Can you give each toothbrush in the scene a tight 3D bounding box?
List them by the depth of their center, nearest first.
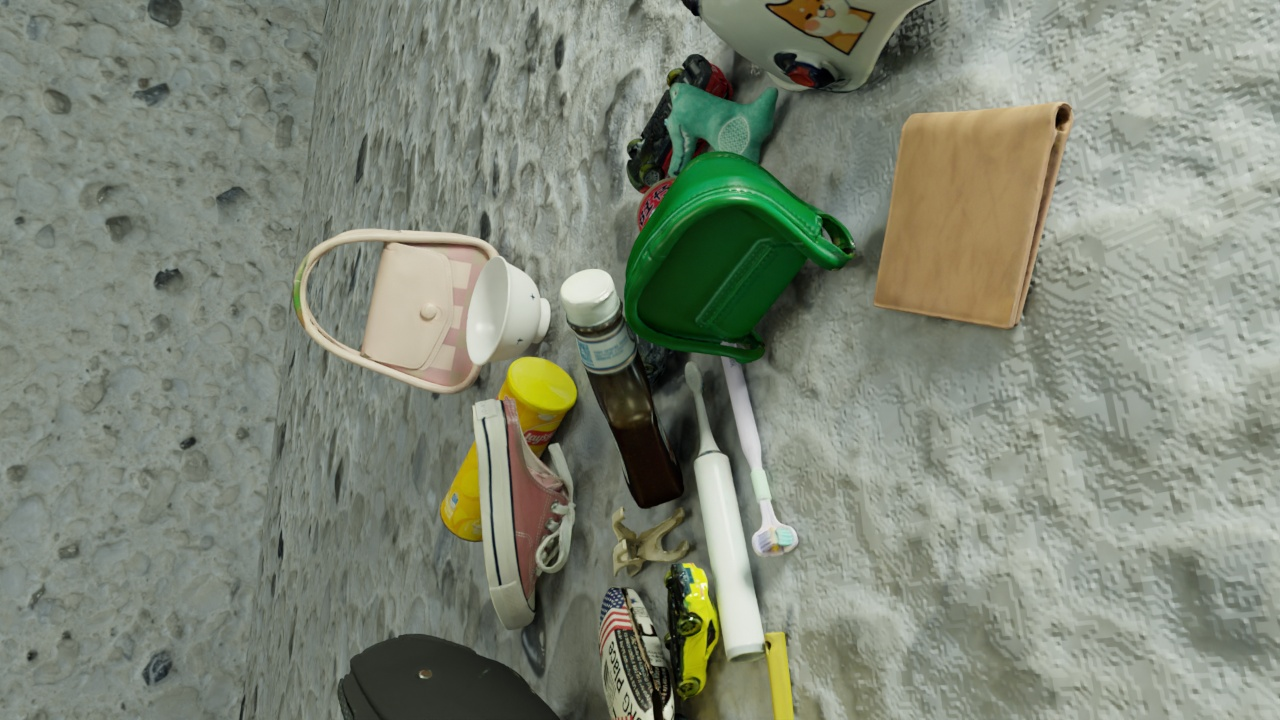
[{"bbox_3d":[0.086,0.258,0.540,0.016,0.016,0.189,-32,54,51],"label":"toothbrush"},{"bbox_3d":[0.072,0.044,0.632,0.021,0.029,0.189,75,-176,-56],"label":"toothbrush"},{"bbox_3d":[0.054,0.096,0.640,0.027,0.026,0.220,-17,59,13],"label":"toothbrush"}]

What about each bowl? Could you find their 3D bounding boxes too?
[{"bbox_3d":[-0.136,-0.047,0.984,0.119,0.064,0.118,-30,55,54],"label":"bowl"}]

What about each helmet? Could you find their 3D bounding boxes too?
[{"bbox_3d":[0.100,-0.296,0.553,0.275,0.156,0.230,-8,73,60],"label":"helmet"},{"bbox_3d":[-0.160,0.364,0.695,0.230,0.273,0.234,32,125,31],"label":"helmet"}]

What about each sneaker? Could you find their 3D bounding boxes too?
[{"bbox_3d":[-0.102,0.144,0.845,0.118,0.087,0.241,-117,23,-64],"label":"sneaker"}]

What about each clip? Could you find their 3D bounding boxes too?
[{"bbox_3d":[-0.010,0.140,0.702,0.102,0.095,0.035,-31,54,40],"label":"clip"}]

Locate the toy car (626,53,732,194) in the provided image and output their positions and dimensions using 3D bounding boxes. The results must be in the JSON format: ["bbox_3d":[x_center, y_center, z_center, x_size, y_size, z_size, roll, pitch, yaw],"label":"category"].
[{"bbox_3d":[0.031,-0.190,0.755,0.121,0.045,0.052,-53,37,30],"label":"toy car"}]

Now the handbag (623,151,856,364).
[{"bbox_3d":[0.057,-0.060,0.592,0.132,0.120,0.067,-55,18,36],"label":"handbag"}]

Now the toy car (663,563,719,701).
[{"bbox_3d":[0.035,0.185,0.626,0.048,0.032,0.105,-110,18,-57],"label":"toy car"}]

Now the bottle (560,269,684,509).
[{"bbox_3d":[-0.013,0.021,0.652,0.079,0.044,0.195,-111,2,-49],"label":"bottle"}]

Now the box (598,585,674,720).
[{"bbox_3d":[-0.003,0.228,0.671,0.069,0.052,0.164,-65,21,16],"label":"box"}]

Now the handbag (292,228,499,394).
[{"bbox_3d":[-0.292,-0.070,1.092,0.093,0.234,0.193,19,98,63],"label":"handbag"}]

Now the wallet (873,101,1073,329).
[{"bbox_3d":[0.173,-0.079,0.495,0.101,0.020,0.115,22,103,60],"label":"wallet"}]

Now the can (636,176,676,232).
[{"bbox_3d":[0.039,-0.091,0.686,0.067,0.066,0.093,-63,33,27],"label":"can"}]

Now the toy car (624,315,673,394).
[{"bbox_3d":[-0.004,0.004,0.766,0.121,0.036,0.054,123,144,-52],"label":"toy car"}]

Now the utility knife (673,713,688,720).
[{"bbox_3d":[-0.002,0.291,0.688,0.157,0.015,0.033,-44,37,48],"label":"utility knife"}]

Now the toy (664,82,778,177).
[{"bbox_3d":[0.054,-0.174,0.696,0.092,0.030,0.097,32,124,23],"label":"toy"}]

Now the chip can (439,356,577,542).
[{"bbox_3d":[-0.139,0.094,0.937,0.214,0.072,0.072,-58,36,35],"label":"chip can"}]
